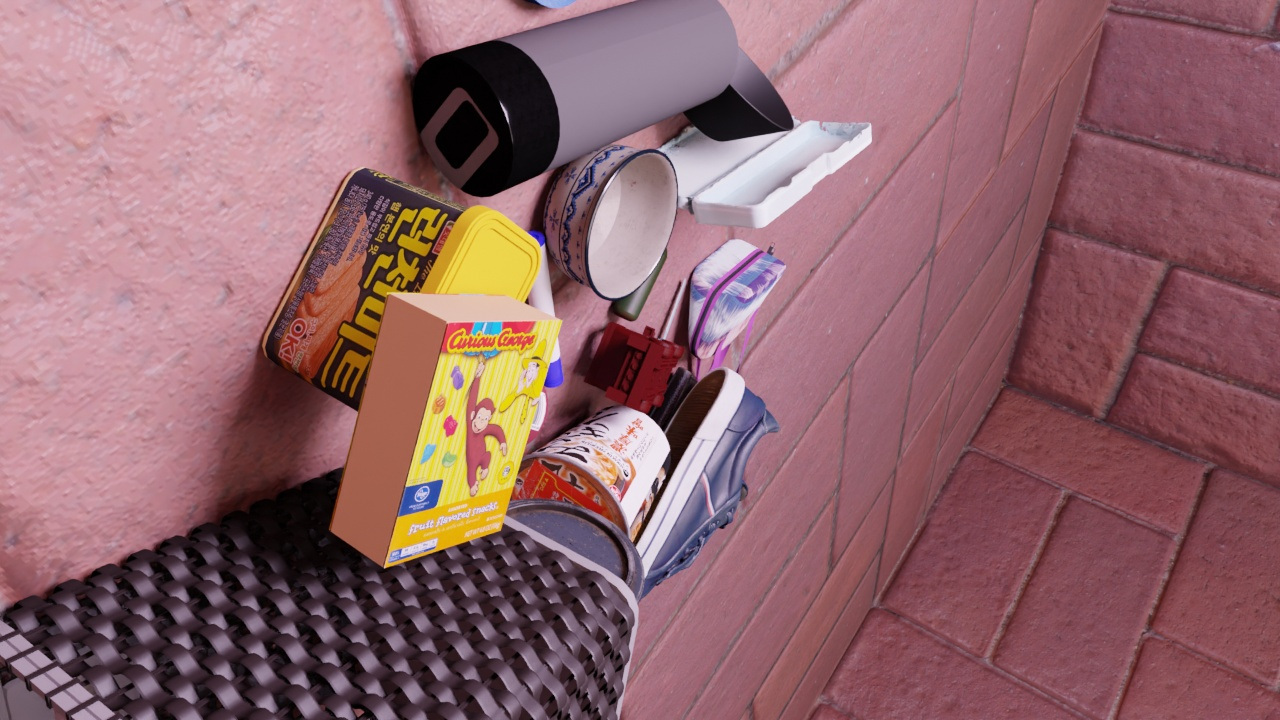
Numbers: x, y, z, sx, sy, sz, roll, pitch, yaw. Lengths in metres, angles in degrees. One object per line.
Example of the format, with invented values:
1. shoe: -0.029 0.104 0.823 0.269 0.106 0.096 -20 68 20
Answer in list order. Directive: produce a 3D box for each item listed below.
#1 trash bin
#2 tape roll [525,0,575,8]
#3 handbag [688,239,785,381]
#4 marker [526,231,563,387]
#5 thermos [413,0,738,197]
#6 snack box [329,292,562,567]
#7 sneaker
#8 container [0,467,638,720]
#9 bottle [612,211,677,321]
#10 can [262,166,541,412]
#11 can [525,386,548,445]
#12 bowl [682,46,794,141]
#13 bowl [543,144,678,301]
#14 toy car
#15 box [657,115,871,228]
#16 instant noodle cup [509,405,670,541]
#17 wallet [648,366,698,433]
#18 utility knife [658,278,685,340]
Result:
1. trash bin: -0.089 0.236 0.721 0.163 0.164 0.228 -27 140 -50
2. tape roll: -0.054 -0.265 0.560 0.092 0.016 0.091 -26 133 -51
3. handbag: 0.093 -0.034 0.975 0.144 0.068 0.170 -40 150 -39
4. marker: -0.075 -0.037 0.709 0.020 0.020 0.142 -44 146 -36
5. thermos: -0.033 -0.181 0.596 0.239 0.082 0.082 -36 141 -43
6. snack box: -0.098 0.032 0.472 0.088 0.040 0.126 -6 117 -59
7. sneaker: 0.044 0.158 0.893 0.127 0.121 0.294 38 77 -16
8. container: -0.168 0.226 0.518 0.242 0.246 0.248 -31 138 -53
9. bottle: 0.007 -0.085 0.808 0.106 0.025 0.025 -64 153 -2
10. can: -0.134 -0.032 0.515 0.130 0.101 0.072 -64 153 -3
11. can: -0.116 0.026 0.637 0.063 0.063 0.114 -65 153 -1
12. bowl: 0.063 -0.216 0.743 0.053 0.124 0.123 -40 164 28
13. bowl: -0.028 -0.109 0.689 0.115 0.059 0.116 -41 144 -39
14. toy car: -0.005 0.005 0.812 0.169 0.062 0.070 -2 116 -83
15. box: 0.096 -0.169 0.774 0.196 0.136 0.043 -39 140 -41
16. instant noodle cup: -0.037 0.105 0.798 0.121 0.124 0.124 -44 147 -52
17. wallet: 0.036 0.068 0.985 0.099 0.031 0.120 -59 155 -7
18. utility knife: 0.014 -0.002 0.904 0.022 0.015 0.168 2 108 -75
